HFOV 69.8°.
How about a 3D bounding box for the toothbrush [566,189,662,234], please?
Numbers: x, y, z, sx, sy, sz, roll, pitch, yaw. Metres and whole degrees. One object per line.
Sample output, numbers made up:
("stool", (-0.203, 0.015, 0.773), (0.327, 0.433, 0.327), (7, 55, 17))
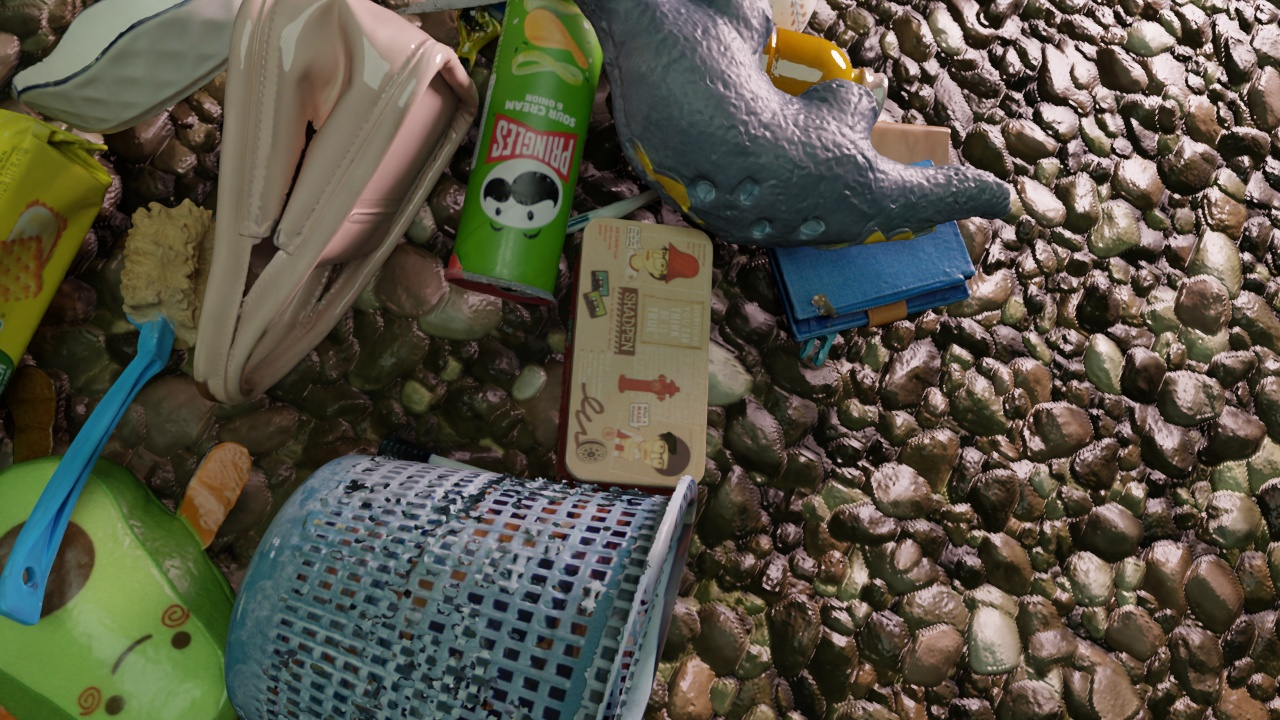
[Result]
("toothbrush", (0.026, -0.117, 0.641), (0.191, 0.016, 0.018), (-22, 97, -13))

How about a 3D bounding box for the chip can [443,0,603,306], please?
("chip can", (-0.066, -0.157, 0.585), (0.072, 0.072, 0.236), (12, 86, -9))

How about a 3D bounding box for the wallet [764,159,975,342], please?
("wallet", (0.154, -0.076, 0.634), (0.133, 0.040, 0.106), (-14, 79, -7))

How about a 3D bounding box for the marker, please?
("marker", (-0.103, 0.075, 0.586), (0.130, 0.018, 0.022), (18, 69, -7))

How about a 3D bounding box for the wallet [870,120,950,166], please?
("wallet", (0.174, -0.119, 0.668), (0.101, 0.020, 0.115), (3, 83, -8))

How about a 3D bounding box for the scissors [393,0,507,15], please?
("scissors", (-0.078, -0.245, 0.622), (0.145, 0.014, 0.172), (41, 70, -17))

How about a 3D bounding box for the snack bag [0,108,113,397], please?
("snack bag", (-0.395, -0.035, 0.496), (0.158, 0.068, 0.246), (18, 78, 24))

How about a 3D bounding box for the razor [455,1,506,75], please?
("razor", (-0.122, -0.192, 0.621), (0.042, 0.022, 0.142), (20, 82, -23))

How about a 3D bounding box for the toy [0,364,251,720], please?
("toy", (-0.308, 0.127, 0.502), (0.247, 0.090, 0.226), (41, 76, 2))

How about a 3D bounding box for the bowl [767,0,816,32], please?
("bowl", (0.079, -0.282, 0.652), (0.113, 0.062, 0.113), (2, 80, -10))

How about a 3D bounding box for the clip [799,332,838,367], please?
("clip", (0.130, -0.022, 0.647), (0.041, 0.014, 0.056), (25, 78, -6))

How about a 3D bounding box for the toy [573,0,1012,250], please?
("toy", (0.064, -0.148, 0.565), (0.356, 0.091, 0.138), (32, 101, -15))

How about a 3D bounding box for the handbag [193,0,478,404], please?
("handbag", (-0.180, -0.079, 0.512), (0.093, 0.193, 0.234), (25, 98, -6))

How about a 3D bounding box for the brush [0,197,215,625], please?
("brush", (-0.279, 0.015, 0.495), (0.046, 0.083, 0.254), (4, 57, 8))

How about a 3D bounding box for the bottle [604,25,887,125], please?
("bottle", (0.073, -0.198, 0.627), (0.189, 0.068, 0.068), (12, 79, -4))

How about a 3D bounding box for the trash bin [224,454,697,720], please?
("trash bin", (-0.092, 0.144, 0.486), (0.195, 0.226, 0.226), (16, 78, 9))

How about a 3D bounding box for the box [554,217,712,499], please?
("box", (-0.004, 0.003, 0.592), (0.091, 0.079, 0.168), (6, 74, -9))

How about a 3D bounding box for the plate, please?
("plate", (-0.258, -0.201, 0.524), (0.204, 0.205, 0.045), (-46, 129, -14))
